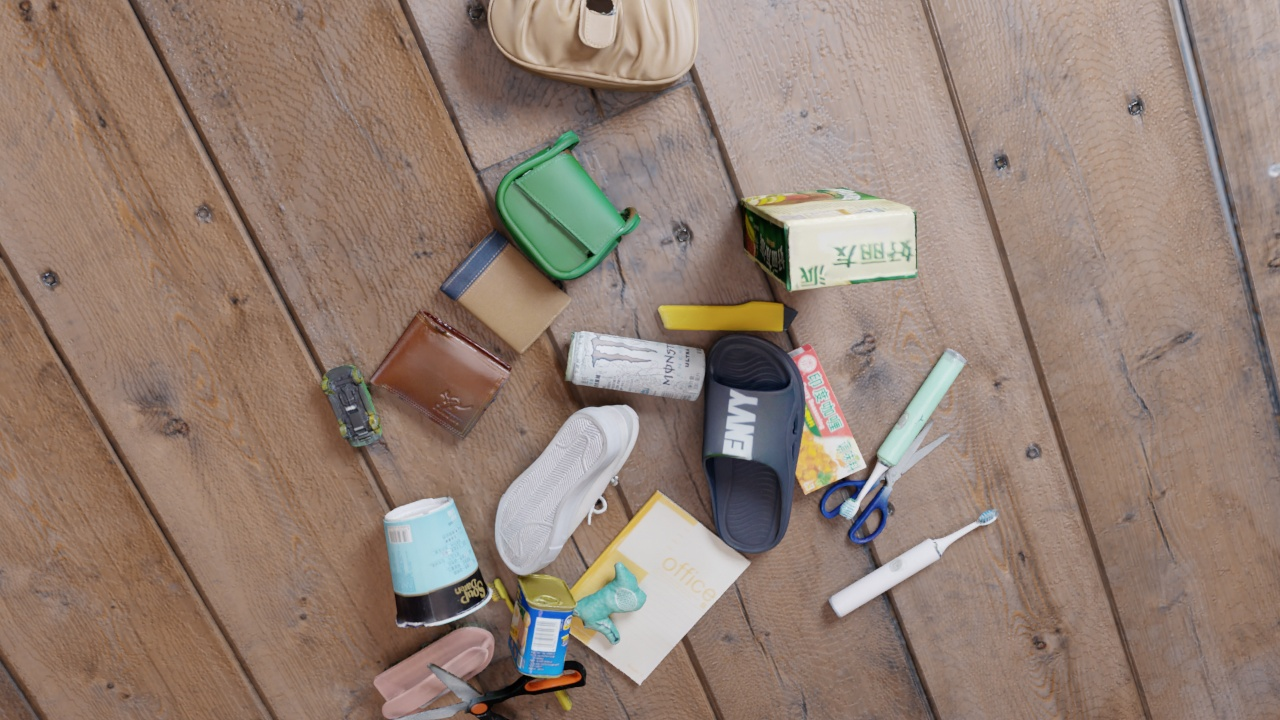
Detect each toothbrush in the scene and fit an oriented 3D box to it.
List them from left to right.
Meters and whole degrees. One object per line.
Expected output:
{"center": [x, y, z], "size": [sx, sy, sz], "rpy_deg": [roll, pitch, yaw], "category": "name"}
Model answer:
{"center": [-0.131, 0.340, 1.091], "size": [0.017, 0.015, 0.190], "rpy_deg": [-25, 104, 8], "category": "toothbrush"}
{"center": [0.293, 0.086, 1.032], "size": [0.027, 0.026, 0.224], "rpy_deg": [30, 98, -19], "category": "toothbrush"}
{"center": [0.321, 0.235, 1.077], "size": [0.221, 0.026, 0.026], "rpy_deg": [-33, 145, 6], "category": "toothbrush"}

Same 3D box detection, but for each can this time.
{"center": [-0.112, 0.296, 1.029], "size": [0.057, 0.102, 0.083], "rpy_deg": [9, 94, -17], "category": "can"}
{"center": [-0.006, 0.006, 0.991], "size": [0.146, 0.058, 0.058], "rpy_deg": [9, 103, -4], "category": "can"}

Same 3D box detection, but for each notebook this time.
{"center": [0.010, 0.270, 1.082], "size": [0.146, 0.010, 0.206], "rpy_deg": [39, 100, -10], "category": "notebook"}

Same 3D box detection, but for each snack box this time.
{"center": [0.187, 0.067, 1.030], "size": [0.077, 0.027, 0.156], "rpy_deg": [-26, 104, 5], "category": "snack box"}
{"center": [0.169, -0.122, 0.873], "size": [0.114, 0.240, 0.063], "rpy_deg": [-6, 105, -2], "category": "snack box"}

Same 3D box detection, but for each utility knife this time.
{"center": [0.095, -0.049, 1.004], "size": [0.154, 0.015, 0.033], "rpy_deg": [1, 98, -2], "category": "utility knife"}

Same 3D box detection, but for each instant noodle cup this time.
{"center": [-0.231, 0.218, 1.018], "size": [0.111, 0.111, 0.120], "rpy_deg": [-13, 95, 1], "category": "instant noodle cup"}

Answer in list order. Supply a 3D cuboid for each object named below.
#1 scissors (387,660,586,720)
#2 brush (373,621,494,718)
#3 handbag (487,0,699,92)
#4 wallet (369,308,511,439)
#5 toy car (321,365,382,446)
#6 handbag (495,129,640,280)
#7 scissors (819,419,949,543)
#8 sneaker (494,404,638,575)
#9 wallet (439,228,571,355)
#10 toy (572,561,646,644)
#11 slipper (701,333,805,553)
{"center": [-0.169, 0.397, 1.060], "size": [0.234, 0.021, 0.221], "rpy_deg": [-16, 128, -7], "category": "scissors"}
{"center": [-0.233, 0.359, 1.063], "size": [0.146, 0.073, 0.063], "rpy_deg": [-32, 102, 4], "category": "brush"}
{"center": [-0.042, -0.340, 0.883], "size": [0.204, 0.099, 0.148], "rpy_deg": [5, 100, -7], "category": "handbag"}
{"center": [-0.217, 0.017, 1.001], "size": [0.124, 0.032, 0.101], "rpy_deg": [34, 103, -9], "category": "wallet"}
{"center": [-0.313, 0.048, 1.001], "size": [0.043, 0.036, 0.091], "rpy_deg": [-17, 105, 3], "category": "toy car"}
{"center": [-0.078, -0.154, 0.949], "size": [0.120, 0.068, 0.131], "rpy_deg": [-39, 101, 0], "category": "handbag"}
{"center": [0.277, 0.133, 1.058], "size": [0.140, 0.012, 0.171], "rpy_deg": [11, 101, -5], "category": "scissors"}
{"center": [-0.079, 0.138, 1.019], "size": [0.089, 0.090, 0.243], "rpy_deg": [44, 120, 18], "category": "sneaker"}
{"center": [-0.144, -0.072, 0.981], "size": [0.115, 0.033, 0.090], "rpy_deg": [41, 102, -12], "category": "wallet"}
{"center": [-0.035, 0.286, 1.065], "size": [0.092, 0.030, 0.096], "rpy_deg": [-28, 110, 10], "category": "toy"}
{"center": [0.119, 0.104, 0.991], "size": [0.111, 0.083, 0.268], "rpy_deg": [3, 112, 13], "category": "slipper"}
